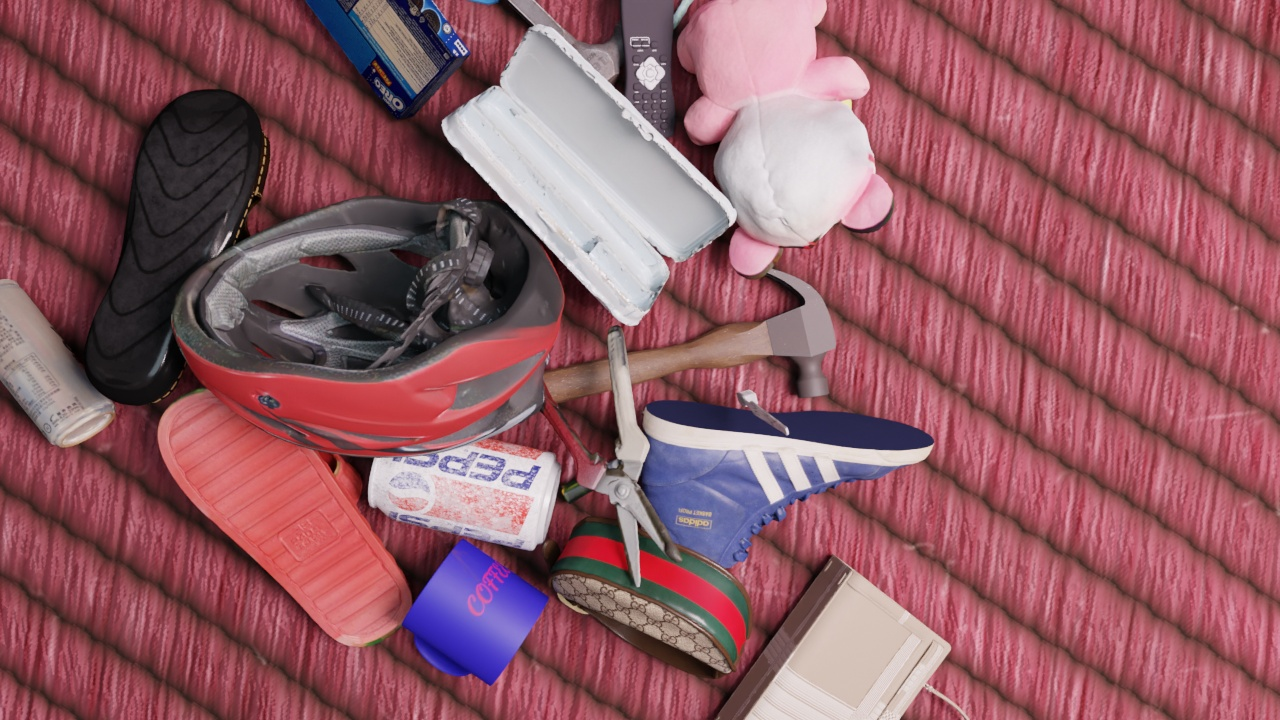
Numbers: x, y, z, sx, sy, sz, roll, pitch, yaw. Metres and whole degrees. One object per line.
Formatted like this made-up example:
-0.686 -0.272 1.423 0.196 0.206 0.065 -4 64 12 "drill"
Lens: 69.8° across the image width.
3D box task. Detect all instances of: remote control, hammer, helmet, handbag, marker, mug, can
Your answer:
0.006 -0.238 0.729 0.046 0.009 0.124 -9 110 -22 "remote control"
-0.004 0.004 0.744 0.323 0.033 0.115 -13 91 1 "hammer"
-0.192 -0.025 0.666 0.272 0.217 0.167 2 132 2 "helmet"
0.186 0.286 0.732 0.198 0.062 0.175 36 89 -6 "handbag"
0.002 0.077 0.749 0.146 0.017 0.017 -28 89 -1 "marker"
-0.136 0.208 0.727 0.083 0.079 0.111 34 118 1 "mug"
-0.148 -0.321 0.736 0.314 0.035 0.138 44 90 -2 "hammer"
0.000 0.187 0.696 0.166 0.139 0.063 18 50 17 "handbag"
-0.485 0.003 0.736 0.054 0.054 0.135 -39 89 0 "can"
-0.136 0.098 0.720 0.136 0.078 0.078 12 90 1 "can"

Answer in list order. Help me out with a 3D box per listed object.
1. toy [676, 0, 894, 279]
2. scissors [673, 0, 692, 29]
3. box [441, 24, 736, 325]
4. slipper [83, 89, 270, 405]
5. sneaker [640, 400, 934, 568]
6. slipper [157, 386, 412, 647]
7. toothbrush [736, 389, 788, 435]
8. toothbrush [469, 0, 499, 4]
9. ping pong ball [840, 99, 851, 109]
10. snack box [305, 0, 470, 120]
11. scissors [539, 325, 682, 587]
0.102 -0.178 0.693 0.142 0.084 0.213 -17 82 25 "toy"
0.064 -0.336 0.751 0.168 0.023 0.171 -28 88 6 "scissors"
-0.026 -0.148 0.678 0.125 0.106 0.215 -37 106 28 "box"
-0.358 -0.091 0.725 0.113 0.076 0.267 7 74 5 "slipper"
0.108 0.105 0.715 0.233 0.091 0.118 5 105 -15 "sneaker"
-0.272 0.118 0.733 0.103 0.059 0.249 -36 105 -1 "slipper"
0.087 0.035 0.638 0.010 0.181 0.010 -15 95 -2 "toothbrush"
-0.198 -0.316 0.754 0.166 0.014 0.016 11 90 0 "toothbrush"
0.149 -0.204 0.737 0.040 0.040 0.040 0 90 0 "ping pong ball"
-0.209 -0.275 0.725 0.082 0.027 0.150 -33 96 32 "snack box"
-0.026 0.061 0.676 0.188 0.015 0.179 12 77 32 "scissors"
